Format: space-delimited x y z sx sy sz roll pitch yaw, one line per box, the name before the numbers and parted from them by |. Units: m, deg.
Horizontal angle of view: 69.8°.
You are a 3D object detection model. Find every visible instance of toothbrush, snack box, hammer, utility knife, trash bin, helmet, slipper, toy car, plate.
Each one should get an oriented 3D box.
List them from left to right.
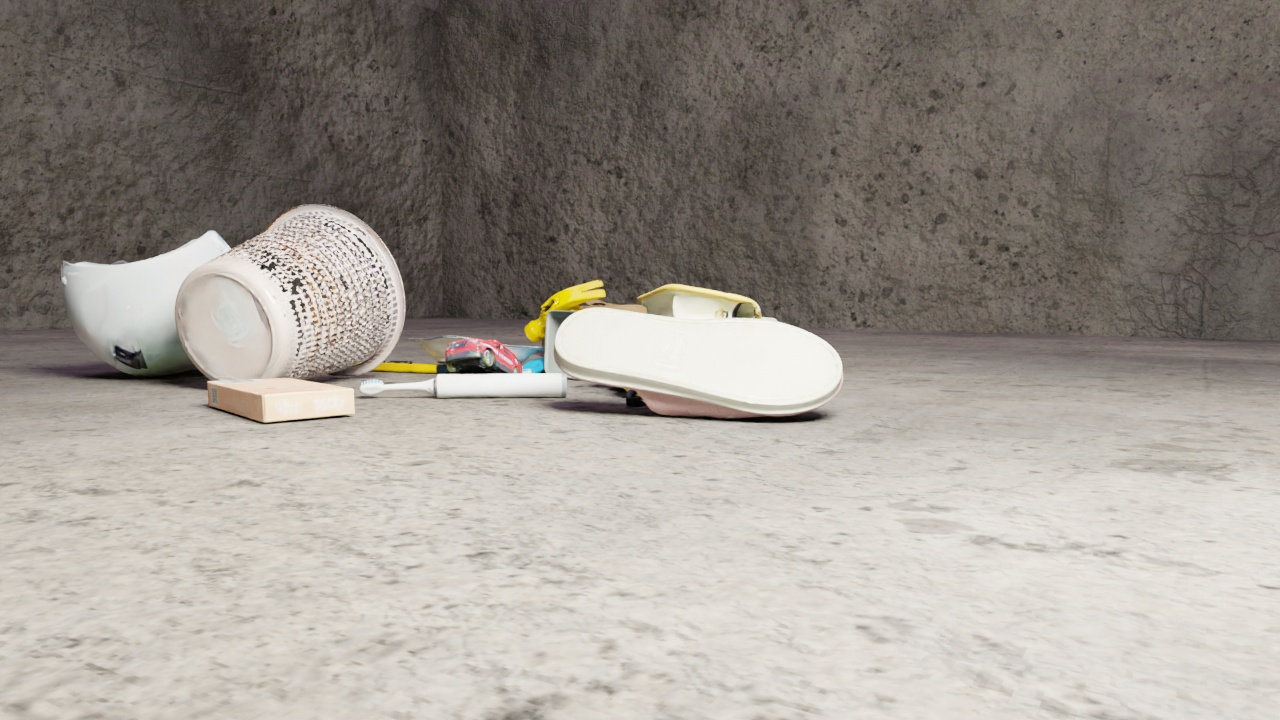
helmet | -0.616 -0.055 1.202 0.228 0.146 0.259 -15 -6 -24
snack box | -0.344 0.035 0.872 0.084 0.026 0.157 -3 6 -41
trash bin | -0.428 -0.061 1.097 0.228 0.228 0.191 2 17 18
utility knife | -0.357 0.008 1.307 0.192 0.015 0.033 2 1 14
toothbrush | -0.190 0.028 0.994 0.221 0.027 0.026 -1 29 -7
plate | -0.233 -0.009 1.307 0.164 0.034 0.164 8 -6 -39
toy car | -0.174 0.001 1.028 0.053 0.045 0.120 -10 -18 16
utility knife | -0.149 0.012 1.256 0.034 0.018 0.162 -12 5 4
hammer | -0.021 -0.043 1.377 0.300 0.032 0.129 17 -46 -40
slipper | 0.052 0.006 0.869 0.274 0.114 0.054 7 -39 8

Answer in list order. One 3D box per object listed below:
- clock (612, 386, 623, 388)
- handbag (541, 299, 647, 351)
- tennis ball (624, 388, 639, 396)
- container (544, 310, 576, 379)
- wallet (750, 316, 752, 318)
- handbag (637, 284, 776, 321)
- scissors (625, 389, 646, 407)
clock | -0.006 0.006 1.090 0.121 0.055 0.082 1 4 -31
handbag | -0.070 -0.056 1.623 0.204 0.100 0.148 -6 10 -31
tennis ball | 0.005 0.008 1.010 0.065 0.065 0.065 0 4 0
container | -0.059 -0.021 1.255 0.114 0.090 0.090 1 4 -39
wallet | 0.103 -0.019 1.260 0.115 0.090 0.033 -3 35 -39
handbag | 0.092 -0.045 1.124 0.178 0.063 0.163 6 -3 -14
scissors | 0.057 0.014 0.954 0.159 0.014 0.178 -13 21 -6
